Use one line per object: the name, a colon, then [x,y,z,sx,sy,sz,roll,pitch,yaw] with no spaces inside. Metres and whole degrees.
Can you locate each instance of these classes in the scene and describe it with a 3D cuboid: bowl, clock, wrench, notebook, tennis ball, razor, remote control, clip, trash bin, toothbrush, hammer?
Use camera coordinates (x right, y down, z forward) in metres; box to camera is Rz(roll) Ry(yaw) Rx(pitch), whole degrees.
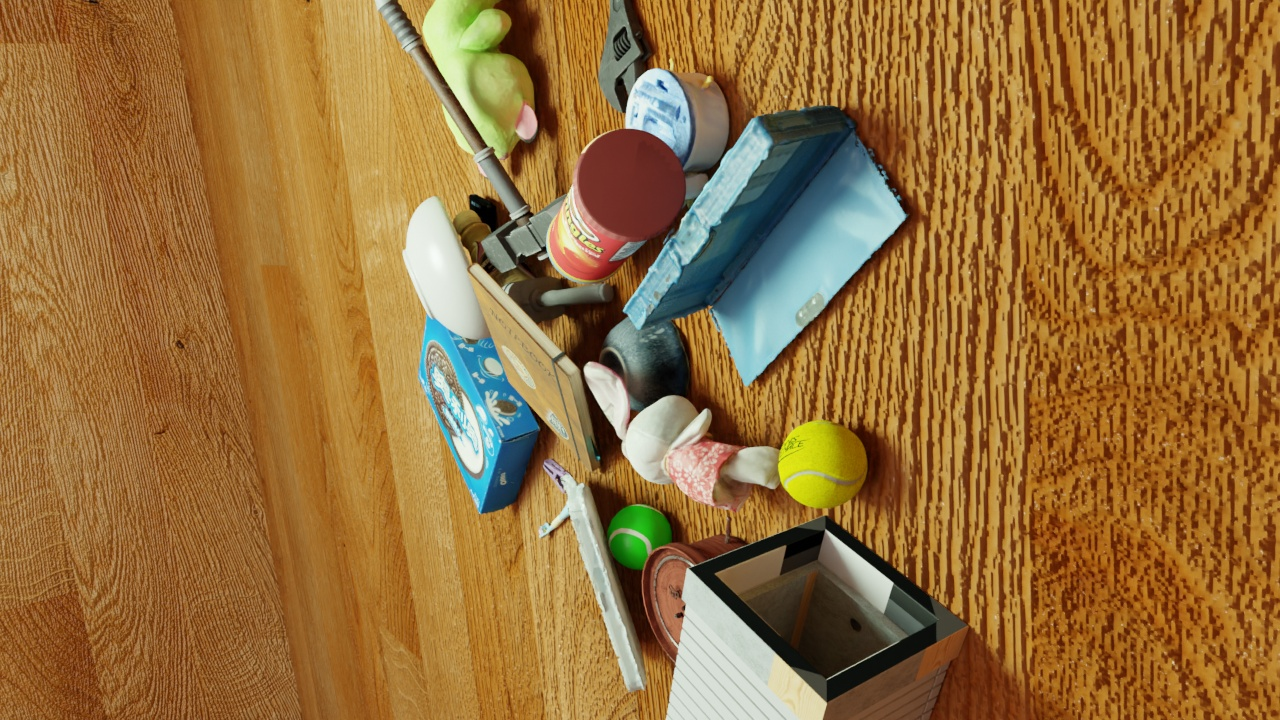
bowl: [-0.005,0.005,0.884,0.110,0.055,0.110,26,122,50]
clock: [0.059,0.226,0.846,0.120,0.072,0.158,58,141,27]
wrench: [-0.022,-0.362,0.820,0.073,0.018,0.273,11,109,54]
notebook: [-0.100,0.025,0.959,0.178,0.014,0.250,45,162,23]
tennis ball: [0.137,0.078,0.688,0.065,0.065,0.065,24,120,51]
razor: [-0.078,-0.067,0.966,0.116,0.088,0.047,-3,98,37]
clock: [0.028,-0.185,0.773,0.089,0.051,0.126,42,133,40]
tennis ball: [-0.001,0.178,0.925,0.065,0.065,0.065,24,120,51]
remote control: [-0.194,-0.131,1.149,0.047,0.022,0.150,32,128,46]
bowl: [-0.233,-0.100,1.079,0.177,0.066,0.176,157,91,-81]
clip: [-0.098,0.134,1.104,0.051,0.014,0.043,60,143,20]
trash bin: [0.119,0.277,0.711,0.142,0.142,0.247,37,130,44]
toothbrush: [-0.092,0.183,1.107,0.016,0.022,0.155,32,142,-8]
hammer: [-0.181,-0.244,0.938,0.156,0.042,0.322,-13,115,48]

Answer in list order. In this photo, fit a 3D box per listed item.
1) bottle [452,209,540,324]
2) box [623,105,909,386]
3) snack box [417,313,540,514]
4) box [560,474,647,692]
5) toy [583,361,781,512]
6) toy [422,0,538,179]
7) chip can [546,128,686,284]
bottle: [-0.168,-0.111,1.071,0.166,0.059,0.060,53,140,25]
box: [0.087,-0.070,0.694,0.111,0.094,0.232,60,142,18]
snack box: [-0.217,0.053,1.199,0.238,0.056,0.196,60,149,25]
box: [-0.040,0.227,0.971,0.191,0.045,0.209,175,77,-82]
toy: [0.036,0.076,0.814,0.194,0.084,0.159,16,148,43]
toy: [-0.178,-0.312,0.996,0.150,0.107,0.196,-20,76,54]
chip can: [-0.029,-0.124,0.789,0.213,0.087,0.087,157,99,-77]
